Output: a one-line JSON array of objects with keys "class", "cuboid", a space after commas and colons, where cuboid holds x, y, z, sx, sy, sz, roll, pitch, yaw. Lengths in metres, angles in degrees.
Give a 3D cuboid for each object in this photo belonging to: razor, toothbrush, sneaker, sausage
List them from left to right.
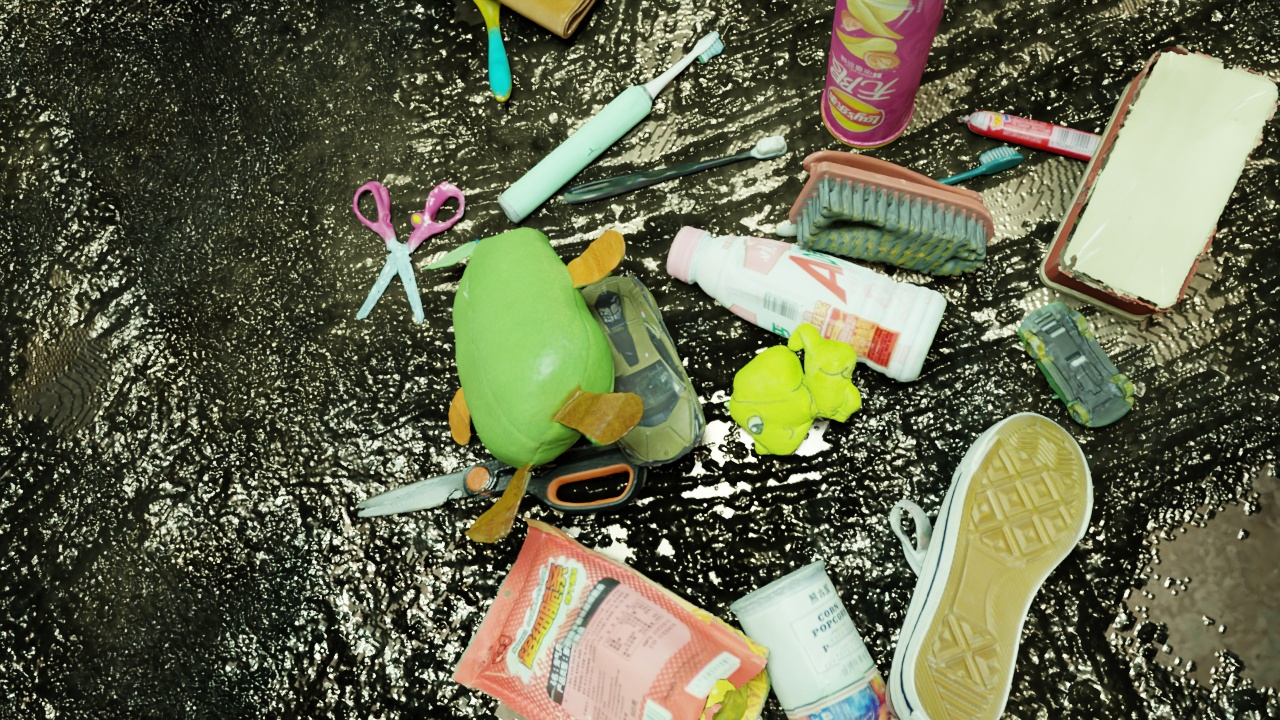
[{"class": "razor", "cuboid": [-0.122, -0.268, 0.763, 0.043, 0.028, 0.132, -10, 70, -4]}, {"class": "toothbrush", "cuboid": [-0.023, -0.190, 0.735, 0.224, 0.027, 0.026, -41, 41, -2]}, {"class": "toothbrush", "cuboid": [0.026, -0.150, 0.725, 0.181, 0.018, 0.015, -13, 79, 6]}, {"class": "toothbrush", "cuboid": [0.194, -0.128, 0.696, 0.192, 0.016, 0.018, -17, 60, 4]}, {"class": "sneaker", "cuboid": [0.216, 0.139, 0.600, 0.118, 0.088, 0.240, 33, 62, 1]}, {"class": "sausage", "cuboid": [0.316, -0.164, 0.684, 0.156, 0.020, 0.020, 18, 81, 11]}]

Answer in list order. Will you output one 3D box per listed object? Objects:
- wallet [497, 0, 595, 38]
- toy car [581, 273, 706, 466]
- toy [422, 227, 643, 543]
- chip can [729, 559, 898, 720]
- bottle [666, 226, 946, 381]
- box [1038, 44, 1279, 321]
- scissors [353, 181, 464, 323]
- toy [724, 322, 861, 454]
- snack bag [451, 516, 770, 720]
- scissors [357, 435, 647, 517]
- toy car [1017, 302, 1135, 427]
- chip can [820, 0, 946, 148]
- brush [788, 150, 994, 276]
[{"class": "wallet", "cuboid": [-0.082, -0.340, 0.756, 0.131, 0.035, 0.119, 32, 84, 12]}, {"class": "toy car", "cuboid": [-0.004, 0.004, 0.668, 0.070, 0.042, 0.158, -26, 59, 1]}, {"class": "toy", "cuboid": [-0.078, -0.005, 0.641, 0.228, 0.090, 0.246, -43, 46, 28]}, {"class": "chip can", "cuboid": [0.138, 0.242, 0.593, 0.071, 0.071, 0.214, -27, 77, 1]}, {"class": "bottle", "cuboid": [0.116, -0.048, 0.666, 0.197, 0.068, 0.068, 22, 81, 16]}, {"class": "box", "cuboid": [0.353, -0.118, 0.624, 0.091, 0.079, 0.168, 25, 93, 12]}, {"class": "scissors", "cuboid": [-0.200, -0.094, 0.745, 0.125, 0.017, 0.133, 31, 87, 11]}, {"class": "toy", "cuboid": [0.106, 0.021, 0.649, 0.100, 0.031, 0.097, -2, 102, 30]}, {"class": "snack bag", "cuboid": [-0.024, 0.199, 0.615, 0.208, 0.073, 0.128, 18, 79, 32]}, {"class": "scissors", "cuboid": [-0.108, 0.076, 0.697, 0.235, 0.022, 0.136, 5, 69, 16]}, {"class": "toy car", "cuboid": [0.302, 0.004, 0.641, 0.043, 0.036, 0.091, -30, 74, -1]}, {"class": "chip can", "cuboid": [0.164, -0.220, 0.619, 0.071, 0.210, 0.071, -2, 78, 7]}, {"class": "brush", "cuboid": [0.185, -0.108, 0.659, 0.145, 0.063, 0.069, 11, 61, -9]}]
